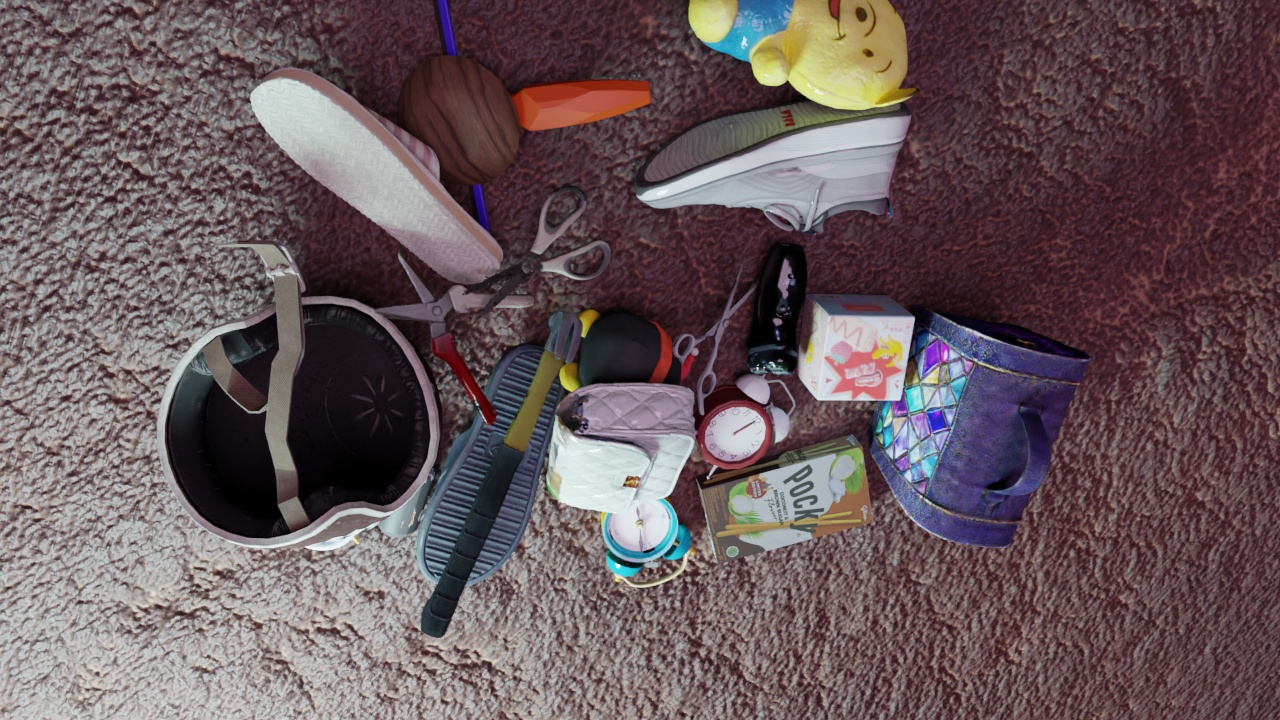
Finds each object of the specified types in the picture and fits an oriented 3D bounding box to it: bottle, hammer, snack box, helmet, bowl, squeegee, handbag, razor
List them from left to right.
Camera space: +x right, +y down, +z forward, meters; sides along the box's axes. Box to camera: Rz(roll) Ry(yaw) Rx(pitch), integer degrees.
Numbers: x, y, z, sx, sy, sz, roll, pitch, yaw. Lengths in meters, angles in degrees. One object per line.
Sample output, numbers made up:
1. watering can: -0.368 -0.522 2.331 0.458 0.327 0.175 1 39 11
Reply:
1. helmet: -0.300 0.048 0.817 0.234 0.253 0.233 -28 87 19
2. bottle: -0.245 0.133 0.967 0.047 0.047 0.112 17 108 -14
3. bowl: -0.171 -0.211 0.829 0.119 0.032 0.119 7 121 12
4. hammer: -0.132 0.106 0.875 0.025 0.118 0.333 24 90 -13
5. squeegee: -0.083 -0.235 0.844 0.185 0.055 0.250 -6 112 3
6. handbag: -0.022 0.092 0.916 0.138 0.072 0.195 0 153 -8
7. razor: 0.144 -0.050 0.944 0.053 0.063 0.141 2 112 -10
8. snack box: 0.165 0.158 1.045 0.186 0.031 0.101 -15 112 -3
9. snack box: 0.223 -0.014 0.961 0.093 0.079 0.095 1 111 -9
10. handbag: 0.342 0.063 0.932 0.125 0.222 0.205 10 110 -12

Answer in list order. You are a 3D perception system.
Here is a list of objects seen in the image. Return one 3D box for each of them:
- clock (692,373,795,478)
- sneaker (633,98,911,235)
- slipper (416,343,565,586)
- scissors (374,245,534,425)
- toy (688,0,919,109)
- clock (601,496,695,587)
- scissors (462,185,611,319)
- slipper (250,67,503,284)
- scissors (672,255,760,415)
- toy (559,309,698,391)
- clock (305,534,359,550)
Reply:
1. clock: 0.108 0.067 0.995 0.124 0.044 0.087 -32 112 6
2. sneaker: 0.127 -0.171 0.885 0.263 0.096 0.129 -11 126 2
3. slipper: -0.152 0.107 0.960 0.101 0.082 0.263 23 86 -15
4. scissors: -0.162 -0.035 0.863 0.015 0.178 0.200 2 124 35
5. toy: 0.144 -0.299 0.822 0.214 0.084 0.148 19 67 -11
6. clock: 0.003 0.194 1.031 0.099 0.043 0.130 -19 105 -1
7. scissors: -0.092 -0.093 0.884 0.153 0.013 0.163 24 82 -36
8. slipper: -0.226 -0.165 0.829 0.115 0.052 0.263 -11 138 39
9. scissors: 0.081 -0.023 0.941 0.141 0.014 0.165 -31 132 -37
10. toy: -0.006 0.005 0.930 0.119 0.100 0.097 32 65 -37
11. clock: -0.344 0.147 0.957 0.125 0.052 0.089 21 107 -12
